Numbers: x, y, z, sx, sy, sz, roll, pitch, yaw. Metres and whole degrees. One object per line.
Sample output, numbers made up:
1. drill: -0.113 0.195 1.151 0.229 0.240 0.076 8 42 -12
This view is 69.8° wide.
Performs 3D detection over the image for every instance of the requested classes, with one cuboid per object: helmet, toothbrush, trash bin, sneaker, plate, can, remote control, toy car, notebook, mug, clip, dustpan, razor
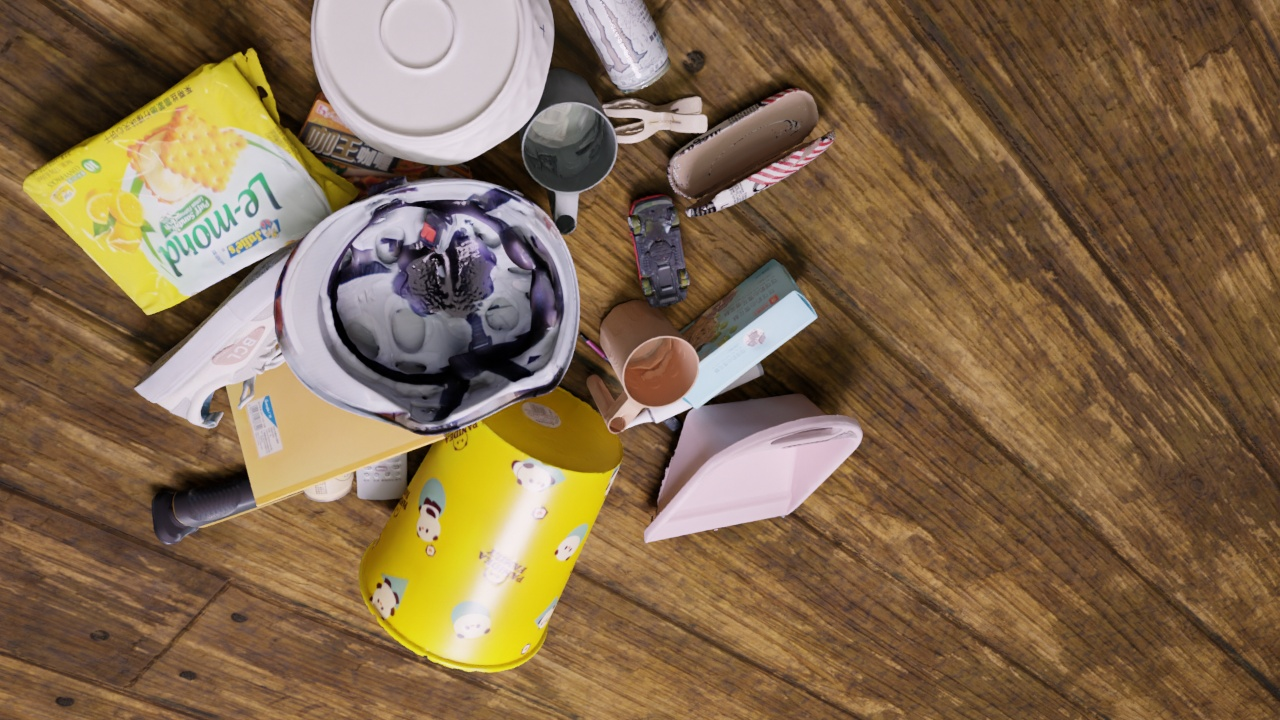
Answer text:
1. helmet: -0.191 -0.062 0.843 0.258 0.146 0.229 -14 111 -7
2. toothbrush: -0.011 0.027 1.066 0.018 0.014 0.189 -40 122 11
3. trash bin: -0.156 0.166 1.010 0.229 0.229 0.256 19 113 -24
4. sneaker: -0.383 -0.019 0.901 0.243 0.089 0.091 -38 116 16
5. toothbrush: 0.040 0.050 1.070 0.221 0.026 0.027 -24 132 -4
6. plate: -0.176 -0.265 0.750 0.205 0.045 0.205 1 99 5
7. can: -0.028 -0.311 0.800 0.058 0.058 0.147 -28 125 7
8. remote control: -0.295 0.099 1.046 0.058 0.021 0.150 0 125 -13
9. toy car: 0.017 -0.115 0.955 0.053 0.045 0.121 -13 120 -7
10. notebook: -0.317 0.048 0.947 0.206 0.145 0.010 -21 166 1
11. mug: -0.006 0.006 0.986 0.084 0.103 0.125 33 102 -30
12. can: -0.350 0.095 1.007 0.058 0.058 0.116 -4 125 -11
13. clip: 0.013 -0.228 0.873 0.099 0.066 0.034 -2 125 2
14. dustpan: 0.141 0.146 1.087 0.222 0.139 0.274 -9 124 -22
15. razor: -0.460 0.157 1.036 0.167 0.062 0.068 -16 157 -8
16. mug: -0.073 -0.194 0.843 0.083 0.103 0.124 -1 125 -13

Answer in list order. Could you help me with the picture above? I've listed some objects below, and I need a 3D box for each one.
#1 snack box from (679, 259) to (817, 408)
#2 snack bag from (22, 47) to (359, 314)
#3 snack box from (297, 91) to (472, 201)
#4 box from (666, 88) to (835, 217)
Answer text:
1. snack box: 0.104 -0.029 1.016 0.175 0.074 0.051 -39 123 14
2. snack bag: -0.394 -0.153 0.806 0.247 0.068 0.158 -24 123 13
3. snack box: -0.243 -0.181 0.861 0.153 0.026 0.075 24 115 -26
4. box: 0.104 -0.208 0.905 0.163 0.076 0.087 -30 95 8
